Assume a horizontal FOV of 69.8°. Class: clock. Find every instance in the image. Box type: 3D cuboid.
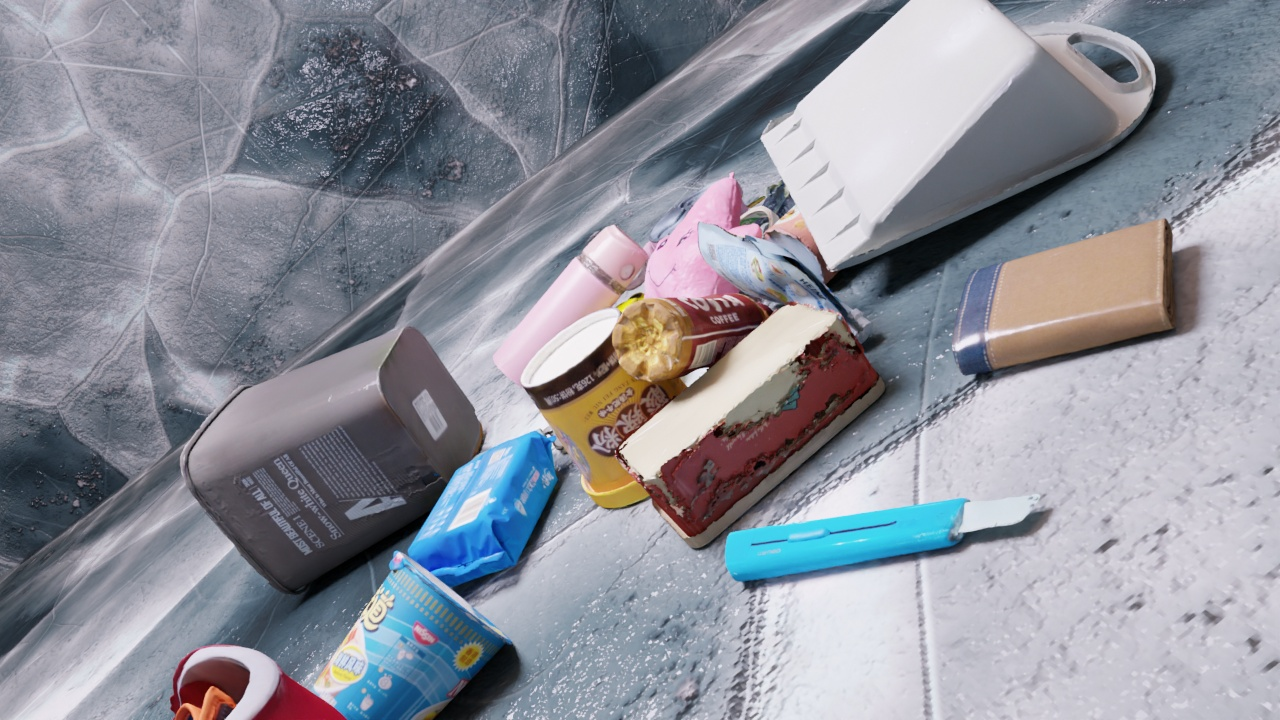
[{"bbox_3d":[0.060,-0.144,1.044,0.159,0.060,0.116,-16,29,42],"label":"clock"}]

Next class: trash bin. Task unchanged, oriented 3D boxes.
[{"bbox_3d":[-0.302,0.092,0.951,0.220,0.199,0.198,-25,23,14],"label":"trash bin"}]

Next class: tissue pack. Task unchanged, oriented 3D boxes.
[{"bbox_3d":[-0.124,0.124,0.761,0.095,0.052,0.156,-24,23,27],"label":"tissue pack"}]

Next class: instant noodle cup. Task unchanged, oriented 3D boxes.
[{"bbox_3d":[-0.021,0.031,0.701,0.119,0.114,0.118,-32,20,13],"label":"instant noodle cup"},{"bbox_3d":[-0.157,0.198,0.600,0.109,0.099,0.099,-51,23,-15],"label":"instant noodle cup"}]

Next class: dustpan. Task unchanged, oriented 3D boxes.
[{"bbox_3d":[0.260,-0.192,0.746,0.258,0.142,0.222,-46,34,27],"label":"dustpan"}]

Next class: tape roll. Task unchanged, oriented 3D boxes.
[{"bbox_3d":[0.106,-0.115,0.923,0.086,0.014,0.085,-41,31,31],"label":"tape roll"}]

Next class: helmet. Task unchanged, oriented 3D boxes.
[{"bbox_3d":[-0.209,0.275,0.438,0.239,0.144,0.207,-58,24,-15],"label":"helmet"}]

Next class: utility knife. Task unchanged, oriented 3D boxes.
[{"bbox_3d":[0.117,0.090,0.476,0.179,0.018,0.034,-19,25,38],"label":"utility knife"}]

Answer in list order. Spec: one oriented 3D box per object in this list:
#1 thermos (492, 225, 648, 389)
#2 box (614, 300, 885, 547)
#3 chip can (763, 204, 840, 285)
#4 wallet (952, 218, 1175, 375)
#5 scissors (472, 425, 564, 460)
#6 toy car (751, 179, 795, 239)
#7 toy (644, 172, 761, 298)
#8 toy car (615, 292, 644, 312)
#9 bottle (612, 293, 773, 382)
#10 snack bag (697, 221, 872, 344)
[{"bbox_3d":[-0.069,-0.054,1.007,0.199,0.087,0.067,-49,51,6],"label":"thermos"},{"bbox_3d":[0.066,0.033,0.605,0.168,0.077,0.091,-40,19,-7],"label":"box"},{"bbox_3d":[0.202,-0.152,0.801,0.214,0.071,0.071,-43,20,-16],"label":"chip can"},{"bbox_3d":[0.243,-0.036,0.529,0.116,0.033,0.090,-18,29,40],"label":"wallet"},{"bbox_3d":[-0.106,0.068,0.909,0.179,0.019,0.170,-34,21,6],"label":"scissors"},{"bbox_3d":[0.142,-0.153,0.961,0.090,0.034,0.043,-57,28,-13],"label":"toy car"},{"bbox_3d":[0.054,-0.098,0.892,0.178,0.074,0.195,-67,22,1],"label":"toy"},{"bbox_3d":[-0.016,-0.039,0.976,0.048,0.032,0.105,-23,25,34],"label":"toy car"},{"bbox_3d":[0.050,-0.020,0.684,0.058,0.057,0.174,-24,-8,32],"label":"bottle"},{"bbox_3d":[0.105,-0.064,0.710,0.039,0.110,0.191,-44,19,-1],"label":"snack bag"}]
